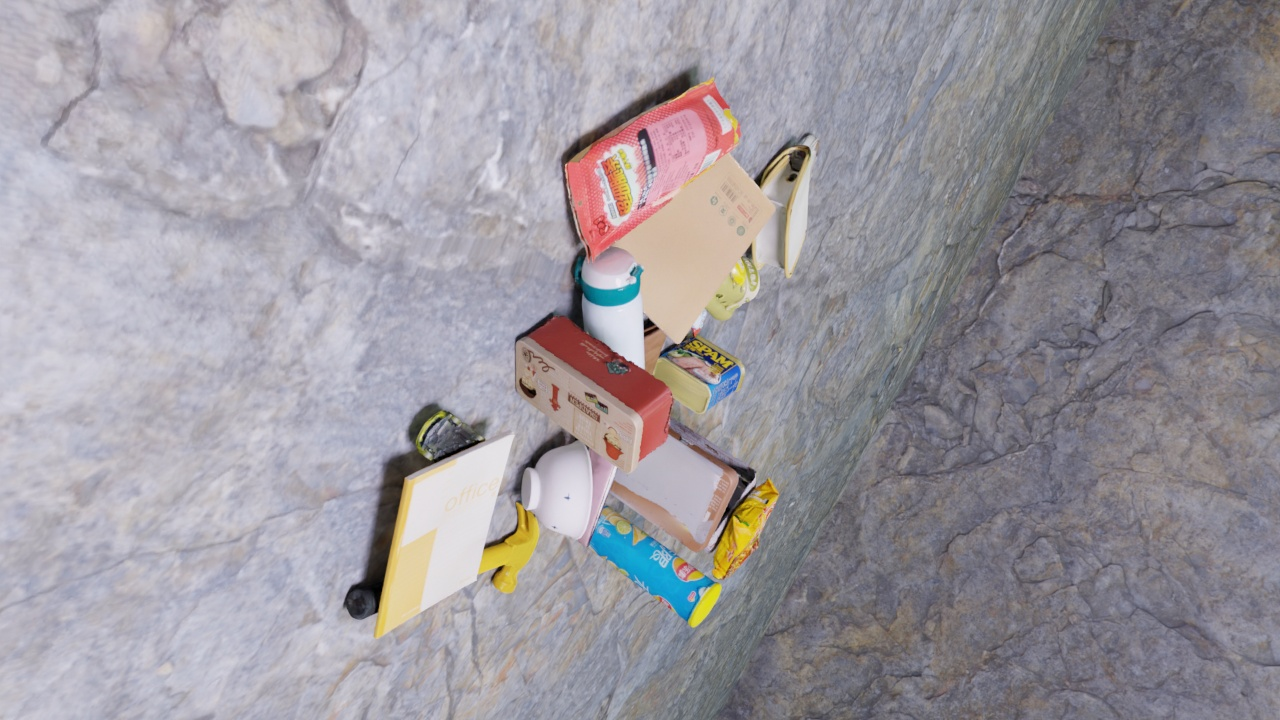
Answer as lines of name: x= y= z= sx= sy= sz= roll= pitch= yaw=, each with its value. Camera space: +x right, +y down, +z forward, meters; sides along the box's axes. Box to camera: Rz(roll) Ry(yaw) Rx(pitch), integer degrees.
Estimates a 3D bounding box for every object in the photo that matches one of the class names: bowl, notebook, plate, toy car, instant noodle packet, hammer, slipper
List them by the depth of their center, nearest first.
toy car: x=-0.188 y=0.078 z=0.895 sx=0.048 sy=0.032 sz=0.105 roll=-53 pitch=157 yaw=-10
notebook: x=-0.200 y=0.176 z=0.935 sx=0.145 sy=0.010 sz=0.207 roll=-23 pitch=138 yaw=-53
hammer: x=-0.211 y=0.238 z=1.041 sx=0.300 sy=0.033 sz=0.129 roll=-4 pitch=122 yaw=-62
notebook: x=0.056 y=-0.142 z=1.041 sx=0.148 sy=0.008 sz=0.207 roll=42 pitch=78 yaw=-30
bowl: x=-0.105 y=0.153 z=1.090 sx=0.064 sy=0.118 sz=0.118 roll=4 pitch=122 yaw=-21
slipper: x=0.107 y=-0.109 z=1.163 sx=0.082 sy=0.091 sz=0.190 roll=-18 pitch=165 yaw=8
plate: x=-0.052 y=0.141 z=1.173 sx=0.192 sy=0.039 sz=0.192 roll=25 pitch=85 yaw=-88
instant noodle packet: x=0.150 y=0.238 z=1.296 sx=0.110 sy=0.044 sz=0.129 roll=-41 pitch=154 yaw=-49

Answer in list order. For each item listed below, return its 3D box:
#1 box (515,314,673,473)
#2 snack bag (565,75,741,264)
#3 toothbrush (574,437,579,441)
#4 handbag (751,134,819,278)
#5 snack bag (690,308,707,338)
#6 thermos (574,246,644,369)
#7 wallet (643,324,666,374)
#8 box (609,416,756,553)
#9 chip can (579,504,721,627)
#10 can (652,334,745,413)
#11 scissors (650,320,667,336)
box: x=-0.045 y=0.029 z=0.948 sx=0.078 sy=0.168 sz=0.091 roll=-36 pitch=148 yaw=-35
snack bag: x=0.010 y=-0.197 z=0.925 sx=0.207 sy=0.073 sz=0.129 roll=-39 pitch=145 yaw=-27
toothbrush: x=-0.084 y=0.120 z=1.173 sx=0.016 sy=0.014 sz=0.190 roll=-19 pitch=134 yaw=-57
handbag: x=0.208 y=-0.228 z=1.289 sx=0.163 sy=0.063 sz=0.178 roll=80 pitch=32 yaw=-57
snack bag: x=0.066 y=-0.067 z=1.193 sx=0.104 sy=0.026 sz=0.048 roll=47 pitch=51 yaw=-65
thermos: x=-0.031 y=-0.021 z=1.009 sx=0.073 sy=0.073 sz=0.225 roll=-40 pitch=143 yaw=-35
wallet: x=-0.007 y=0.007 z=1.143 sx=0.115 sy=0.020 sz=0.101 roll=-29 pitch=145 yaw=-53
box: x=0.051 y=0.163 z=1.285 sx=0.150 sy=0.182 sz=0.166 roll=-52 pitch=159 yaw=-17
chip can: x=0.011 y=0.291 z=1.315 sx=0.071 sy=0.210 sz=0.071 roll=-44 pitch=153 yaw=-30
can: x=0.078 y=0.019 z=1.259 sx=0.083 sy=0.102 sz=0.057 roll=-32 pitch=145 yaw=-43
scissors: x=0.015 y=-0.050 z=1.162 sx=0.224 sy=0.015 sz=0.189 roll=-44 pitch=152 yaw=-31
